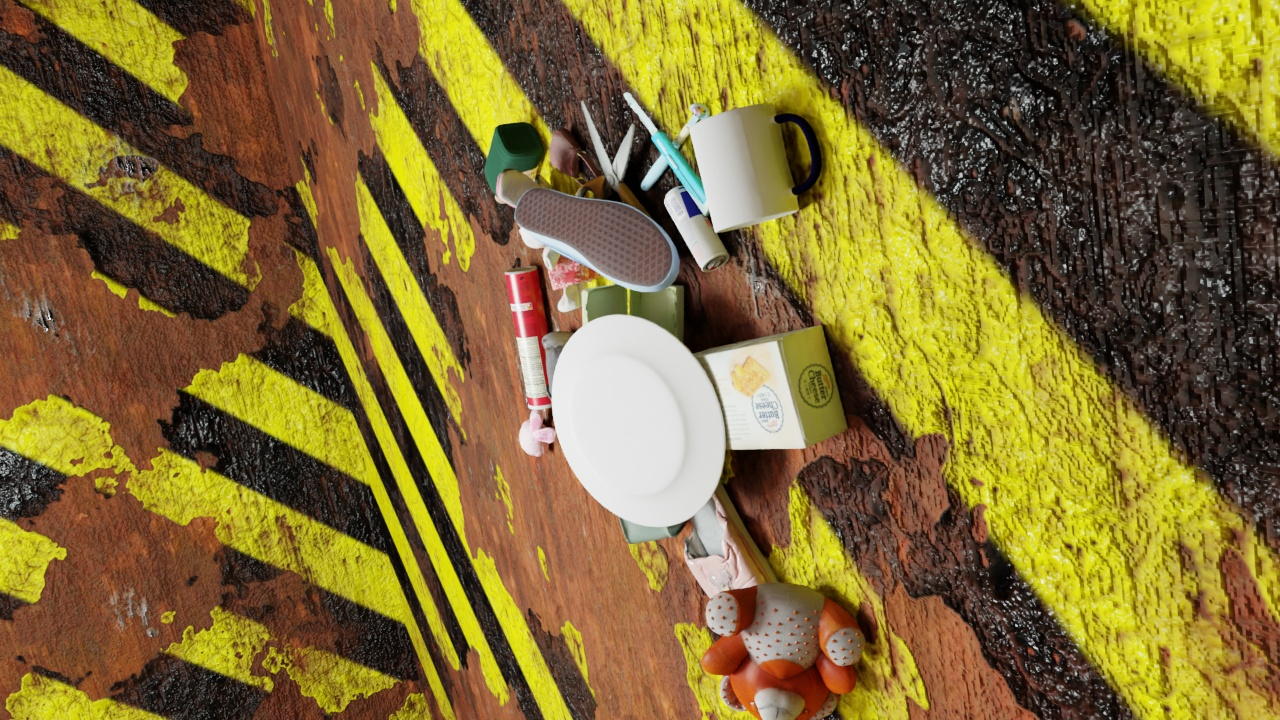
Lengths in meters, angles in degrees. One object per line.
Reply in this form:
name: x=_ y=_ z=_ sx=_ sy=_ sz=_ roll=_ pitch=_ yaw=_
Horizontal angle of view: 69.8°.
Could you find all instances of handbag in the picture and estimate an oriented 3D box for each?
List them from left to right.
handbag: x=-0.073 y=-0.242 z=1.162 sx=0.119 sy=0.029 sz=0.055 roll=48 pitch=145 yaw=31
handbag: x=0.009 y=0.162 z=1.147 sx=0.067 sy=0.106 sz=0.122 roll=-16 pitch=92 yaw=21

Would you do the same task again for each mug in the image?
mug: x=0.108 y=-0.176 z=0.823 sx=0.112 sy=0.078 sz=0.097 roll=-12 pitch=94 yaw=34

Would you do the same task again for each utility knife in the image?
utility knife: x=0.028 y=-0.220 z=0.965 sx=0.162 sy=0.015 sz=0.022 roll=54 pitch=142 yaw=13

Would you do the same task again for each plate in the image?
plate: x=-0.013 y=0.070 z=1.007 sx=0.243 sy=0.016 sz=0.243 roll=13 pitch=111 yaw=36

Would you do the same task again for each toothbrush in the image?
toothbrush: x=0.033 y=-0.225 z=0.983 sx=0.022 sy=0.016 sz=0.155 roll=34 pitch=150 yaw=-7

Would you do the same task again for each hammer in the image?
hammer: x=-0.082 y=0.057 z=1.213 sx=0.328 sy=0.052 sz=0.098 roll=-123 pitch=28 yaw=-64

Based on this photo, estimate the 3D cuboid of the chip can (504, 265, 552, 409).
chip can: x=-0.165 y=-0.035 z=1.407 sx=0.052 sy=0.051 sz=0.215 roll=16 pitch=118 yaw=58

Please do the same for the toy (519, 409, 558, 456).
toy: x=-0.172 y=0.122 z=1.511 sx=0.063 sy=0.047 sz=0.110 roll=57 pitch=146 yaw=12

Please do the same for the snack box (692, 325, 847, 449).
snack box: x=0.113 y=0.033 z=0.932 sx=0.208 sy=0.057 sz=0.104 roll=-12 pitch=94 yaw=63

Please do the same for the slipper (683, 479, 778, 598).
slipper: x=0.096 y=0.232 z=1.072 sx=0.274 sy=0.054 sz=0.114 roll=63 pitch=151 yaw=17

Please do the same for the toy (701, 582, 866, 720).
toy: x=0.147 y=0.318 z=0.962 sx=0.092 sy=0.164 sz=0.173 roll=-65 pitch=-22 yaw=-60

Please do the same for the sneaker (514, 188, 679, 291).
sneaker: x=-0.035 y=-0.138 z=1.073 sx=0.241 sy=0.098 sz=0.083 roll=28 pitch=91 yaw=35

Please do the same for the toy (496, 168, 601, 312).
toy: x=-0.114 y=-0.161 z=1.206 sx=0.084 sy=0.158 sz=0.194 roll=-22 pitch=95 yaw=18

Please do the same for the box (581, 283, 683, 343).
box: x=-0.008 y=0.002 z=1.073 sx=0.066 sy=0.127 sz=0.188 roll=-125 pitch=31 yaw=-75

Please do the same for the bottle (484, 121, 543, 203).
bottle: x=-0.185 y=-0.272 z=1.305 sx=0.061 sy=0.061 sz=0.132 roll=65 pitch=151 yaw=21

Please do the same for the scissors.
scissors: x=-0.026 y=-0.190 z=1.083 sx=0.229 sy=0.016 sz=0.226 roll=59 pitch=154 yaw=11

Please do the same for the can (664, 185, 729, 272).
can: x=0.058 y=-0.139 z=0.965 sx=0.095 sy=0.032 sz=0.032 roll=63 pitch=150 yaw=20
